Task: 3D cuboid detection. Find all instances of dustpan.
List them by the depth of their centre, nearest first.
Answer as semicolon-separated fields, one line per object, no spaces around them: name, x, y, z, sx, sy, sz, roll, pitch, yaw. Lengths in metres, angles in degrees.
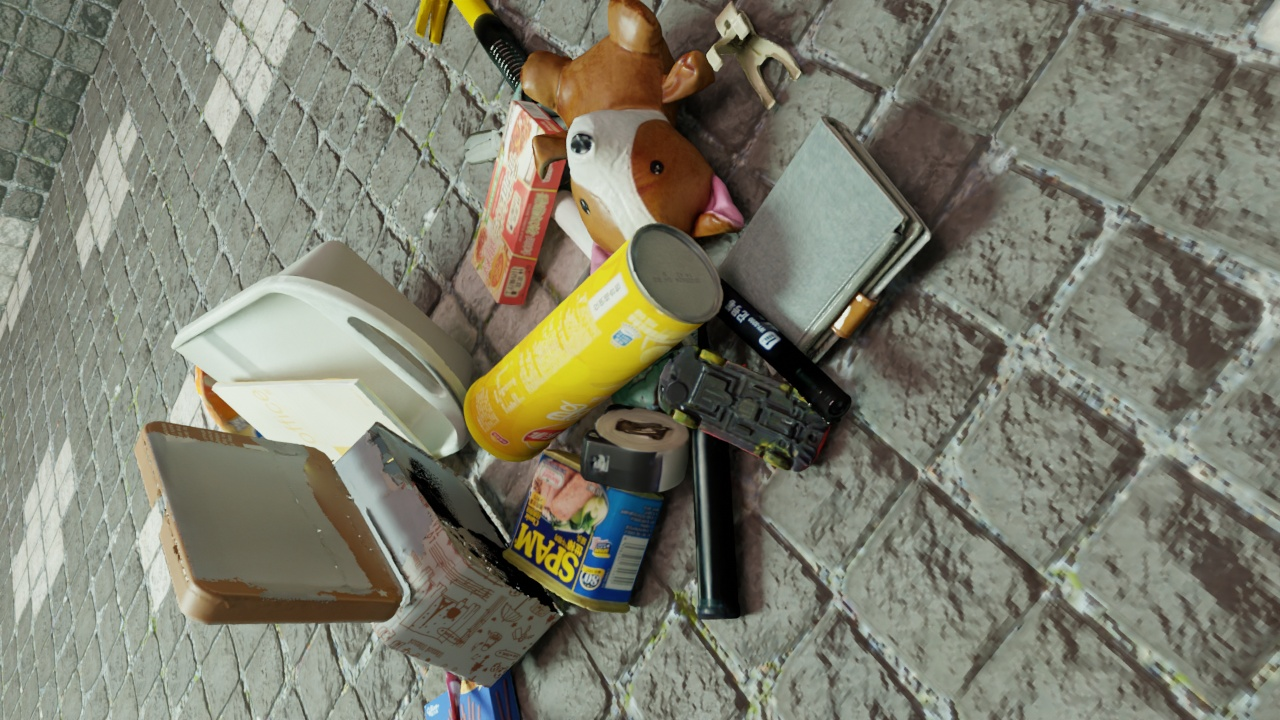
dustpan;-0.254;0.021;0.758;0.258;0.222;0.142;-36;25;21

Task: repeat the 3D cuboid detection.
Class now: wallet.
wallet;0.105;-0.061;0.548;0.130;0.037;0.106;-56;48;37

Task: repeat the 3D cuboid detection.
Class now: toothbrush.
toothbrush;0.045;0.053;0.578;0.027;0.026;0.212;-21;66;54
toothbrush;-0.012;-0.067;0.680;0.221;0.026;0.027;49;155;42
toothbrush;-0.138;0.233;0.691;0.017;0.016;0.187;-44;31;10

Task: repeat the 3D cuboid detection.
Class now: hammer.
hammer;-0.150;-0.324;0.894;0.129;0.032;0.300;-52;47;22

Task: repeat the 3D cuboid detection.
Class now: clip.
clip;0.079;-0.210;0.632;0.035;0.096;0.101;-48;7;26

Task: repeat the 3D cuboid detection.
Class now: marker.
marker;0.076;-0.009;0.538;0.132;0.020;0.022;49;158;44

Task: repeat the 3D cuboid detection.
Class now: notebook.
notebook;-0.269;0.067;0.807;0.207;0.146;0.010;-2;46;35

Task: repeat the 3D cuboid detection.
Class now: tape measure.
tape measure;-0.001;0.057;0.599;0.066;0.065;0.034;10;113;10

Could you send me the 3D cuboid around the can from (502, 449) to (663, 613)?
can;-0.039;0.114;0.633;0.102;0.057;0.083;18;89;46

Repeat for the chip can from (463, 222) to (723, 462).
chip can;-0.040;-0.005;0.610;0.214;0.072;0.072;-39;52;43

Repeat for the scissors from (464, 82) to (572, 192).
scissors;-0.100;-0.212;0.783;0.185;0.019;0.129;24;115;36

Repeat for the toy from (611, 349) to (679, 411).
toy;-0.004;0.004;0.648;0.097;0.030;0.091;-39;57;40

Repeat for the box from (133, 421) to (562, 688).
box;-0.193;0.118;0.627;0.103;0.261;0.178;-47;46;-1

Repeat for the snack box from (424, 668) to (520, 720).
snack box;-0.114;0.313;0.670;0.085;0.026;0.157;-40;53;30

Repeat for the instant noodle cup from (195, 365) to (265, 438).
instant noodle cup;-0.394;0.016;0.967;0.112;0.151;0.151;1;78;54

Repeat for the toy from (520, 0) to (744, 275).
toy;-0.010;-0.152;0.644;0.140;0.130;0.199;-24;71;30

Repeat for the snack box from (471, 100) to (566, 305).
snack box;-0.101;-0.129;0.759;0.075;0.025;0.153;52;131;45

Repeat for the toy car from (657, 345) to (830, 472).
toy car;0.061;0.027;0.552;0.106;0.031;0.049;23;91;19
